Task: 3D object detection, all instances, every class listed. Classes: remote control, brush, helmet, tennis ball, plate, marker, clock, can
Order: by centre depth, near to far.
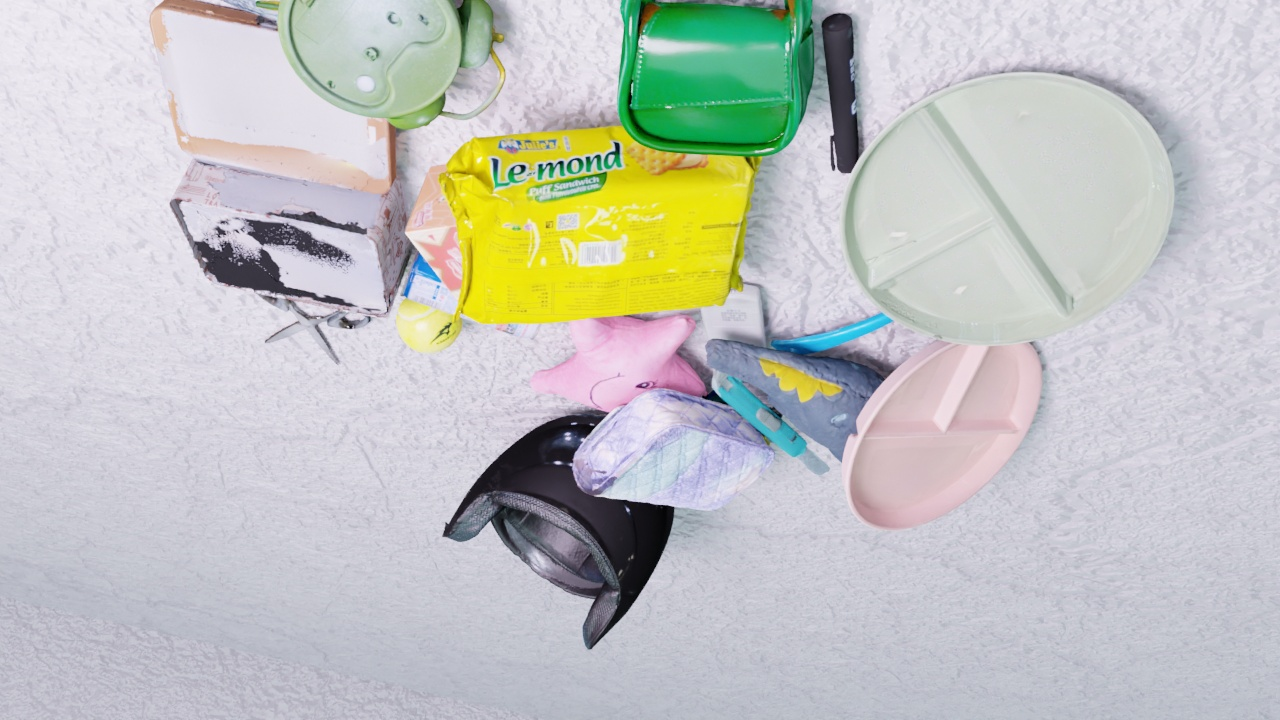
[{"bbox_3d":[-0.166,-0.221,0.625,0.116,0.056,0.161,-37,130,28],"label":"clock"},{"bbox_3d":[0.142,-0.186,0.652,0.022,0.020,0.132,-6,145,12],"label":"marker"},{"bbox_3d":[0.265,-0.107,0.682,0.230,0.027,0.231,7,131,8],"label":"plate"},{"bbox_3d":[0.224,-0.038,0.836,0.083,0.045,0.255,33,145,-33],"label":"brush"},{"bbox_3d":[0.286,0.067,0.878,0.229,0.028,0.230,-15,128,-21],"label":"plate"},{"bbox_3d":[-0.159,-0.064,0.884,0.134,0.053,0.053,19,146,-14],"label":"can"},{"bbox_3d":[0.094,-0.025,0.906,0.058,0.021,0.150,2,146,13],"label":"remote control"},{"bbox_3d":[-0.213,-0.040,0.925,0.065,0.065,0.066,7,147,4],"label":"tennis ball"},{"bbox_3d":[-0.080,0.188,1.093,0.233,0.229,0.275,39,159,2],"label":"helmet"}]

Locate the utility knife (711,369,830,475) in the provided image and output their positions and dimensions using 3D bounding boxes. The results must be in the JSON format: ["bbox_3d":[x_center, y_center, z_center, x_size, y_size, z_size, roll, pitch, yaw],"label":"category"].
[{"bbox_3d":[0.140,0.068,0.969,0.193,0.029,0.013,40,180,-25],"label":"utility knife"}]

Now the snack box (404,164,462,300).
[{"bbox_3d":[-0.129,-0.112,0.783,0.094,0.076,0.093,-4,145,20],"label":"snack box"}]

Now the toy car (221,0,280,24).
[{"bbox_3d":[-0.263,-0.261,0.636,0.105,0.031,0.049,16,147,-11],"label":"toy car"}]

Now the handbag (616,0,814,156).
[{"bbox_3d":[0.051,-0.201,0.618,0.131,0.067,0.120,6,140,7],"label":"handbag"}]

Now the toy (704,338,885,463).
[{"bbox_3d":[0.209,0.062,0.938,0.138,0.091,0.356,-5,150,39],"label":"toy"}]

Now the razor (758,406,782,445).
[{"bbox_3d":[0.139,0.078,1.040,0.043,0.022,0.143,24,156,6],"label":"razor"}]

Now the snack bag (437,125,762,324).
[{"bbox_3d":[-0.026,-0.098,0.704,0.246,0.068,0.158,-7,139,-13],"label":"snack bag"}]

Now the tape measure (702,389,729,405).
[{"bbox_3d":[0.098,0.052,1.019,0.058,0.025,0.054,-1,146,15],"label":"tape measure"}]

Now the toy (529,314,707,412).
[{"bbox_3d":[-0.006,0.005,0.931,0.178,0.074,0.195,15,146,-21],"label":"toy"}]

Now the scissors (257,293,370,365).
[{"bbox_3d":[-0.372,-0.043,1.011,0.177,0.014,0.159,-17,138,36],"label":"scissors"}]

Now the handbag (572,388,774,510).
[{"bbox_3d":[0.039,0.098,0.963,0.193,0.075,0.134,18,125,-44],"label":"handbag"}]

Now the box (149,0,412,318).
[{"bbox_3d":[-0.292,-0.154,0.758,0.178,0.088,0.263,12,148,-3],"label":"box"}]
